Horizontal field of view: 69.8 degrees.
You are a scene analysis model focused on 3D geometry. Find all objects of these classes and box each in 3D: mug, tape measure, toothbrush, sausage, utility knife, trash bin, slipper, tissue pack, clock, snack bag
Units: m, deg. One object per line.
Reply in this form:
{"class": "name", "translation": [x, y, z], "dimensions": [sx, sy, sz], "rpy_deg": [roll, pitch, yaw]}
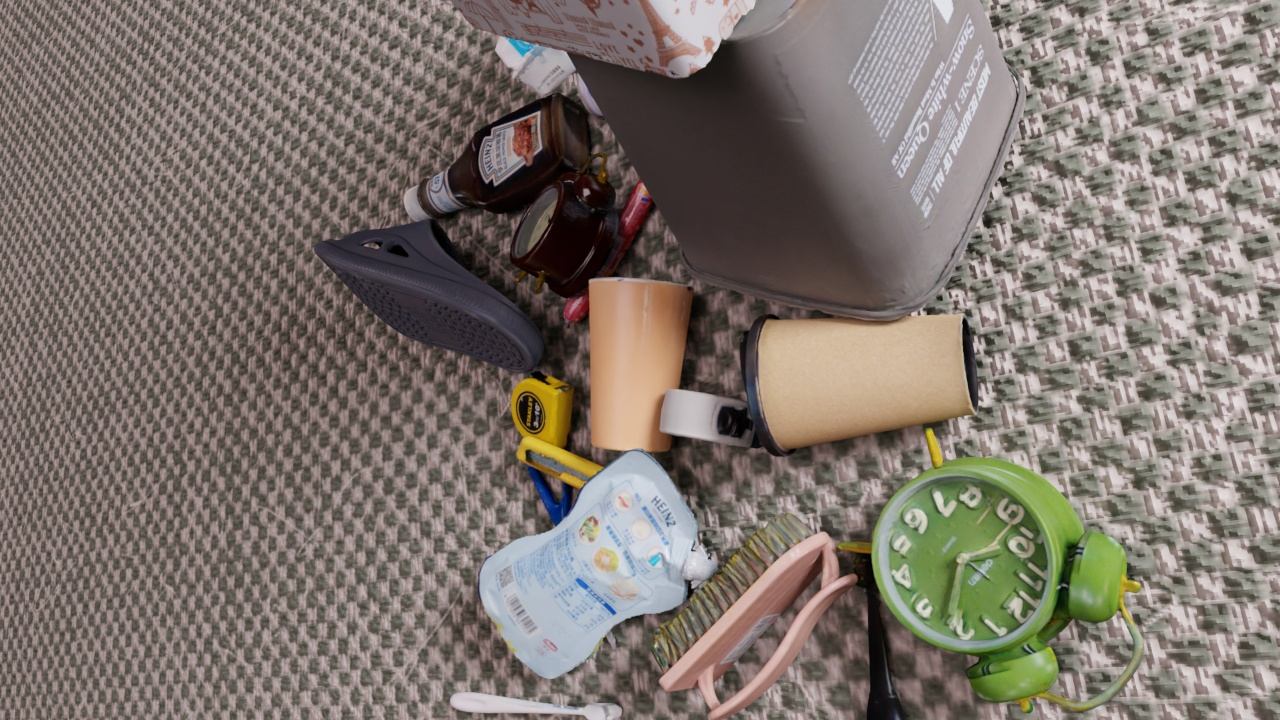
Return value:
{"class": "mug", "translation": [-0.004, 0.004, 0.675], "dimensions": [0.078, 0.078, 0.122], "rpy_deg": [5, 90, 36]}
{"class": "tape measure", "translation": [0.047, 0.039, 0.635], "dimensions": [0.066, 0.066, 0.033], "rpy_deg": [6, 85, 36]}
{"class": "toothbrush", "translation": [-0.089, 0.275, 0.730], "dimensions": [0.181, 0.016, 0.016], "rpy_deg": [-12, 74, 36]}
{"class": "sausage", "translation": [-0.021, -0.091, 0.733], "dimensions": [0.020, 0.020, 0.156], "rpy_deg": [41, 107, 33]}
{"class": "utility knife", "translation": [-0.037, 0.094, 0.704], "dimensions": [0.155, 0.015, 0.033], "rpy_deg": [20, 125, 29]}
{"class": "trash bin", "translation": [0.085, -0.166, 0.519], "dimensions": [0.199, 0.219, 0.198], "rpy_deg": [17, 74, 36]}
{"class": "slipper", "translation": [-0.173, -0.065, 0.802], "dimensions": [0.268, 0.111, 0.083], "rpy_deg": [20, 64, 35]}
{"class": "tissue pack", "translation": [-0.063, -0.278, 0.735], "dimensions": [0.090, 0.063, 0.139], "rpy_deg": [-36, 28, 26]}
{"class": "toothbrush", "translation": [0.149, 0.224, 0.558], "dimensions": [0.026, 0.027, 0.212], "rpy_deg": [-16, 72, 41]}
{"class": "clock", "translation": [-0.055, -0.108, 0.723], "dimensions": [0.122, 0.055, 0.082], "rpy_deg": [-62, 26, 1]}
{"class": "tape measure", "translation": [-0.078, 0.040, 0.745], "dimensions": [0.057, 0.028, 0.060], "rpy_deg": [23, 116, 36]}
{"class": "clock", "translation": [0.201, 0.123, 0.519], "dimensions": [0.161, 0.056, 0.116], "rpy_deg": [41, 107, 32]}
{"class": "snack bag", "translation": [-0.035, 0.154, 0.677], "dimensions": [0.191, 0.038, 0.110], "rpy_deg": [-39, 75, 26]}

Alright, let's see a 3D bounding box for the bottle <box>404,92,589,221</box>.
{"class": "bottle", "translation": [-0.132, -0.167, 0.810], "dimensions": [0.195, 0.044, 0.079], "rpy_deg": [-16, 70, 34]}

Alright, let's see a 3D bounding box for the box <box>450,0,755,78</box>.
{"class": "box", "translation": [0.010, -0.272, 0.411], "dimensions": [0.178, 0.106, 0.272], "rpy_deg": [29, 93, 38]}

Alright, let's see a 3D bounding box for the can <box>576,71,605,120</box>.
{"class": "can", "translation": [0.018, -0.227, 0.705], "dimensions": [0.135, 0.053, 0.053], "rpy_deg": [-9, 77, 34]}

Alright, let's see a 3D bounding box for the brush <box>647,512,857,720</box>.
{"class": "brush", "translation": [0.076, 0.167, 0.599], "dimensions": [0.146, 0.063, 0.073], "rpy_deg": [-50, 55, 17]}

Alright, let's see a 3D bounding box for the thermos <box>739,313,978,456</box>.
{"class": "thermos", "translation": [0.131, 0.010, 0.572], "dimensions": [0.143, 0.093, 0.093], "rpy_deg": [-8, 78, 26]}

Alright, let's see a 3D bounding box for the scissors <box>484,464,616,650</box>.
{"class": "scissors", "translation": [-0.064, 0.152, 0.732], "dimensions": [0.163, 0.012, 0.175], "rpy_deg": [-30, 68, 27]}
